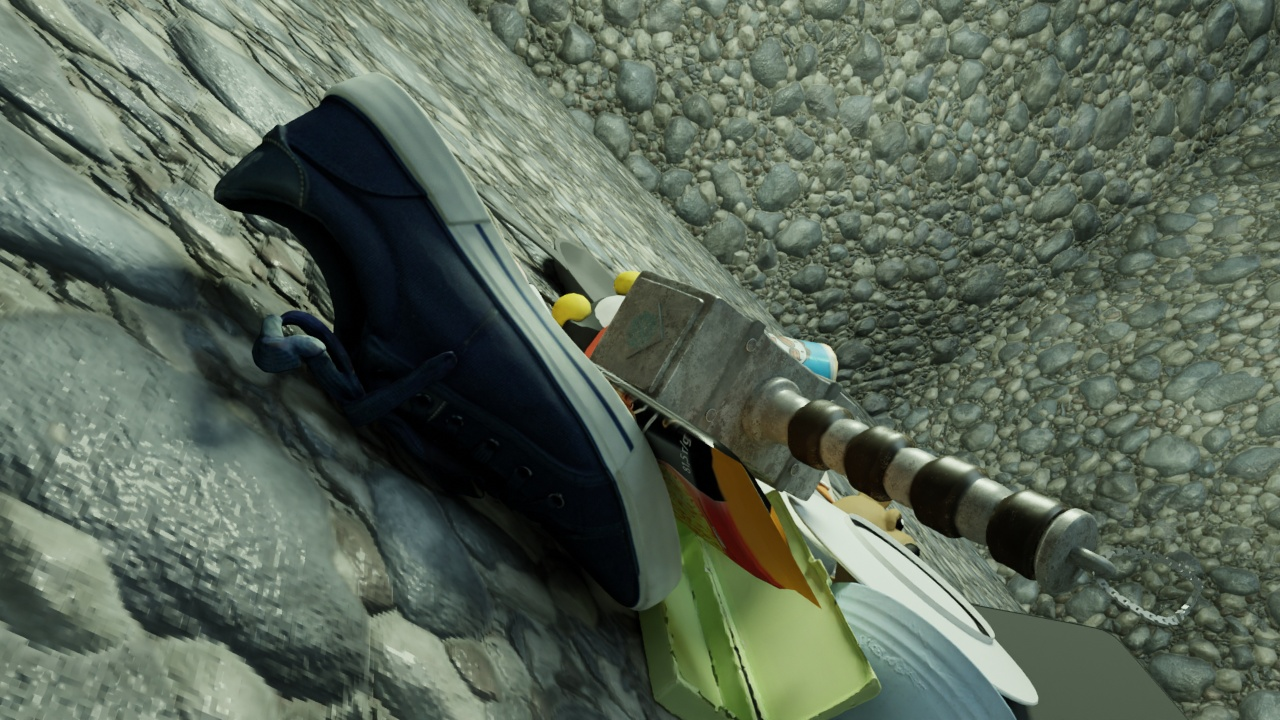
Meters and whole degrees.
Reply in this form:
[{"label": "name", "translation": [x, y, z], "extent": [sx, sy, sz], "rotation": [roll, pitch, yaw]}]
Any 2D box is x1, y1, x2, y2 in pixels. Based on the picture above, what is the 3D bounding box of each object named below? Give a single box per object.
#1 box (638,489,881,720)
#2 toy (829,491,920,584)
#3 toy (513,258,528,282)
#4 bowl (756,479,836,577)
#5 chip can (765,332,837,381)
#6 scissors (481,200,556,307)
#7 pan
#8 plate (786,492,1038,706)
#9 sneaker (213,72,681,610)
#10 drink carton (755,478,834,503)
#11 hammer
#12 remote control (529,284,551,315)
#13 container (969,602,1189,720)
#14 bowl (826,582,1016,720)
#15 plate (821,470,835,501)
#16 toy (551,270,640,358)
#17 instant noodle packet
[{"label": "box", "translation": [0.051, 0.145, 0.549], "extent": [0.130, 0.064, 0.188], "rotation": [0, 24, -10]}, {"label": "toy", "translation": [0.196, 0.171, 0.806], "extent": [0.106, 0.133, 0.108], "rotation": [22, -56, 49]}, {"label": "toy", "translation": [-0.101, -0.033, 0.614], "extent": [0.105, 0.053, 0.108], "rotation": [66, 13, 10]}, {"label": "bowl", "translation": [0.102, 0.143, 0.716], "extent": [0.116, 0.066, 0.116], "rotation": [46, 12, -12]}, {"label": "chip can", "translation": [0.079, 0.001, 0.896], "extent": [0.229, 0.080, 0.079], "rotation": [10, 30, -26]}, {"label": "scissors", "translation": [-0.122, -0.091, 0.683], "extent": [0.198, 0.015, 0.179], "rotation": [35, -11, -21]}, {"label": "pan", "translation": [-0.065, -0.080, 0.943], "extent": [0.354, 0.024, 0.216], "rotation": [37, 16, -45]}, {"label": "plate", "translation": [0.187, 0.152, 0.632], "extent": [0.208, 0.015, 0.208], "rotation": [37, 8, -7]}, {"label": "sneaker", "translation": [-0.091, 0.020, 0.429], "extent": [0.294, 0.127, 0.121], "rotation": [56, -27, -13]}, {"label": "drink carton", "translation": [0.110, 0.118, 0.819], "extent": [0.124, 0.076, 0.048], "rotation": [32, 19, -41]}, {"label": "hammer", "translation": [0.124, 0.052, 0.500], "extent": [0.177, 0.079, 0.327], "rotation": [33, -5, -41]}, {"label": "remote control", "translation": [-0.057, 0.000, 0.619], "extent": [0.136, 0.013, 0.043], "rotation": [66, 13, -51]}, {"label": "container", "translation": [0.302, 0.301, 0.666], "extent": [0.162, 0.130, 0.241], "rotation": [13, 21, -11]}, {"label": "bowl", "translation": [0.141, 0.214, 0.543], "extent": [0.150, 0.074, 0.151], "rotation": [42, -25, 25]}, {"label": "plate", "translation": [0.183, 0.128, 0.977], "extent": [0.188, 0.027, 0.188], "rotation": [-18, 90, -77]}, {"label": "toy", "translation": [-0.004, 0.004, 0.703], "extent": [0.097, 0.100, 0.119], "rotation": [-25, 51, -31]}, {"label": "instant noodle packet", "translation": [-0.001, 0.048, 0.518], "extent": [0.221, 0.032, 0.160], "rotation": [31, -19, 40]}]
